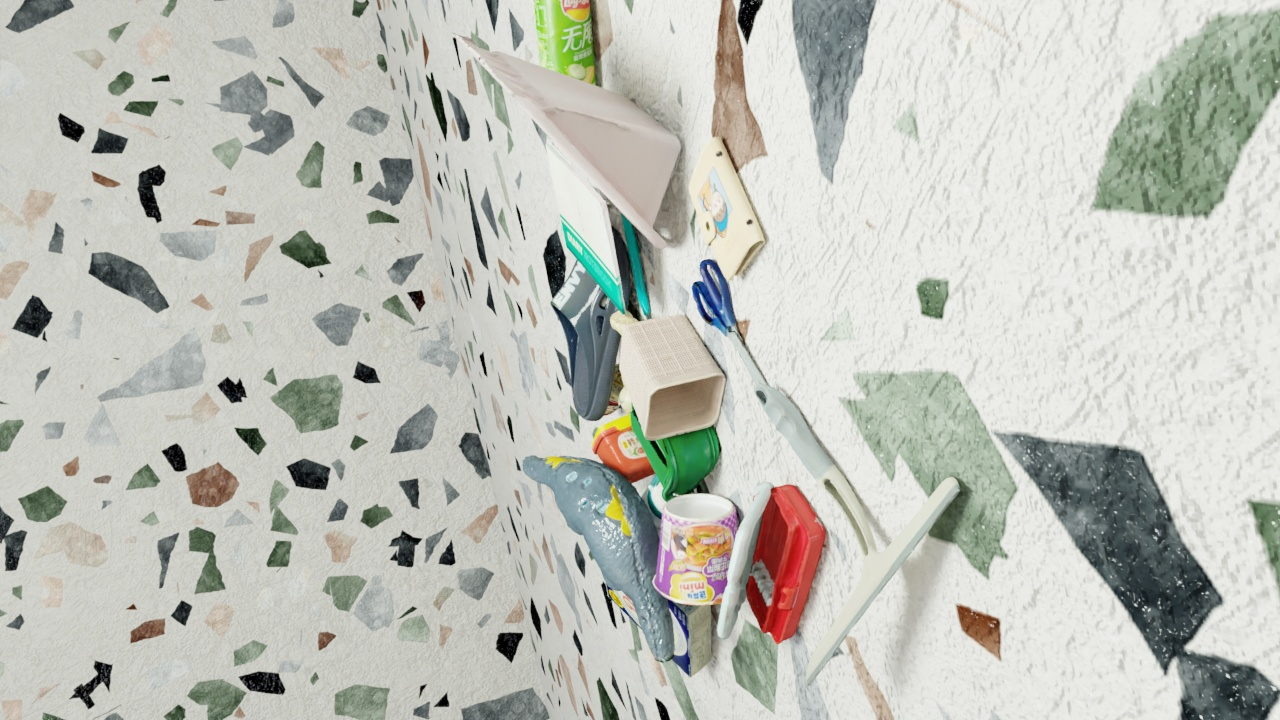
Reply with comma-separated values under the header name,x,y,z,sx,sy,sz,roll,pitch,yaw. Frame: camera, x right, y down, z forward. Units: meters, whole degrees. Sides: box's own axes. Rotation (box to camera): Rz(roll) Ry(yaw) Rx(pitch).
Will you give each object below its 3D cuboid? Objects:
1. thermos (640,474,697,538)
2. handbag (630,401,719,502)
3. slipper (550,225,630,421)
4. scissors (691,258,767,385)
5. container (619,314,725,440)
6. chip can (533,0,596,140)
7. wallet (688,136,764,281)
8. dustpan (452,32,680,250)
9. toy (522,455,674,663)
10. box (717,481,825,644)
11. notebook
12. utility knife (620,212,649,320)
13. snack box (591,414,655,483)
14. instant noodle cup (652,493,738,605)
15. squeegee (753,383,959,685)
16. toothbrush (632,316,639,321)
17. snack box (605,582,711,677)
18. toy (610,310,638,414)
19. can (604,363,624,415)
name,x,y,z,sx,sy,sz,roll,pitch,yaw
thermos,0.026,0.208,1.237,0.225,0.073,0.073,117,136,-63
handbag,0.038,0.096,1.108,0.120,0.068,0.131,98,151,-52
slipper,-0.075,-0.049,1.226,0.111,0.083,0.268,-149,64,-64
scissors,0.093,-0.022,0.946,0.128,0.012,0.173,167,88,-70
container,0.030,0.014,1.039,0.090,0.090,0.110,95,156,-47
chip can,-0.091,-0.377,1.116,0.072,0.072,0.222,-131,32,-53
wallet,0.079,-0.141,0.878,0.115,0.024,0.087,68,156,17
dustpan,-0.074,-0.218,0.986,0.139,0.273,0.222,-66,32,23
toy,-0.043,0.214,1.166,0.356,0.091,0.138,50,129,33
box,0.115,0.213,0.935,0.202,0.091,0.094,93,156,-44
notebook,-0.067,-0.164,1.119,0.209,0.012,0.150,-127,22,-52
utility knife,-0.005,-0.124,1.155,0.029,0.013,0.161,-144,40,-66
snack box,-0.010,0.120,1.239,0.080,0.091,0.082,61,158,18
instant noodle cup,0.069,0.213,1.062,0.111,0.111,0.099,-152,59,-66
squeegee,0.161,0.106,0.800,0.247,0.039,0.246,-67,32,34
toothbrush,-0.040,-0.081,1.278,0.189,0.014,0.016,47,164,51
snack box,0.019,0.324,1.259,0.182,0.045,0.178,36,149,33
toy,-0.007,0.007,1.171,0.105,0.066,0.157,40,149,50
can,-0.040,0.042,1.318,0.133,0.053,0.053,138,116,-70
